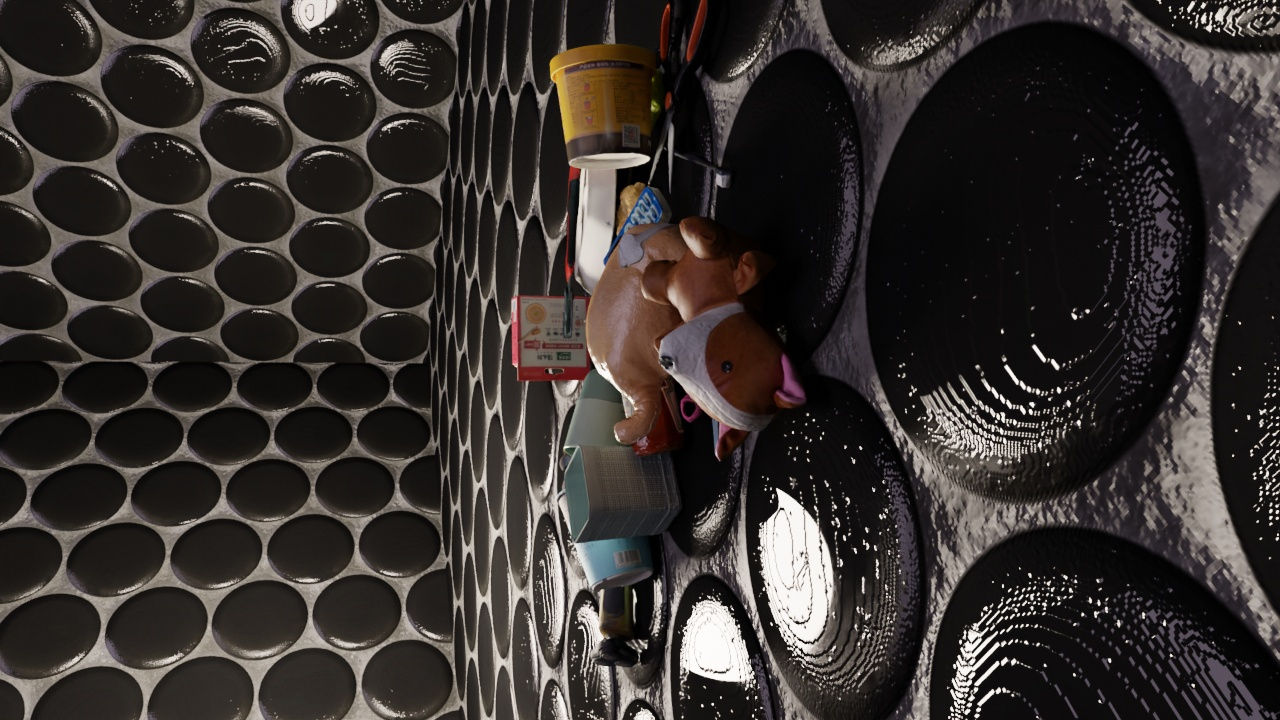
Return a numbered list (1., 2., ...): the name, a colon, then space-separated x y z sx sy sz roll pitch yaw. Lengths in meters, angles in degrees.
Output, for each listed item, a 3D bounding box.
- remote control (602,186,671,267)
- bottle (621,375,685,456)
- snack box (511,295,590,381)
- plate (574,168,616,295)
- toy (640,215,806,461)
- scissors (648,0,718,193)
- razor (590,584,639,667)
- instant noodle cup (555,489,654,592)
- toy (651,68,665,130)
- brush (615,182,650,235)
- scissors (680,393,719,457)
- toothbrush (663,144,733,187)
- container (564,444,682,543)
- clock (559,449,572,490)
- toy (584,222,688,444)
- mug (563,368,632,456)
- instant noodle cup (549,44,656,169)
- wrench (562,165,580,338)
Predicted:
1. remote control: -0.004 -0.135 1.033 0.125 0.024 0.049 -55 48 38
2. bottle: 0.002 0.001 1.008 0.060 0.059 0.206 154 105 -70
3. snack box: -0.134 -0.032 1.374 0.044 0.113 0.127 174 96 -70
4. plate: -0.064 -0.193 1.229 0.266 0.034 0.161 110 159 -65
5. toy: 0.068 -0.023 0.784 0.140 0.130 0.199 -49 53 55
6. scissors: 0.042 -0.302 0.987 0.222 0.021 0.227 119 150 -52
7. razor: -0.031 0.303 1.163 0.067 0.062 0.167 40 -129 -72
8. instant noodle cup: -0.037 0.211 1.113 0.111 0.111 0.120 122 136 -58
9. toy: 0.004 -0.316 1.100 0.097 0.031 0.100 117 145 -46
10. brush: 0.016 -0.102 1.061 0.083 0.045 0.254 118 143 -48
11. scissors: 0.071 0.031 0.921 0.133 0.017 0.134 174 96 -67
12. toothbrush: 0.058 -0.208 0.963 0.181 0.015 0.018 -129 34 -61
13. container: -0.019 0.149 1.035 0.090 0.111 0.090 116 149 -54
14. clock: -0.065 0.158 1.219 0.055 0.082 0.122 129 136 -71
15. toy: 0.002 -0.030 0.938 0.143 0.082 0.226 18 94 42
16. mug: -0.033 0.074 1.118 0.082 0.111 0.106 3 68 31
17. instant noodle cup: -0.038 -0.279 1.024 0.118 0.118 0.114 179 87 -71
18. wrench: -0.094 -0.152 1.246 0.056 0.016 0.274 -105 18 -61
